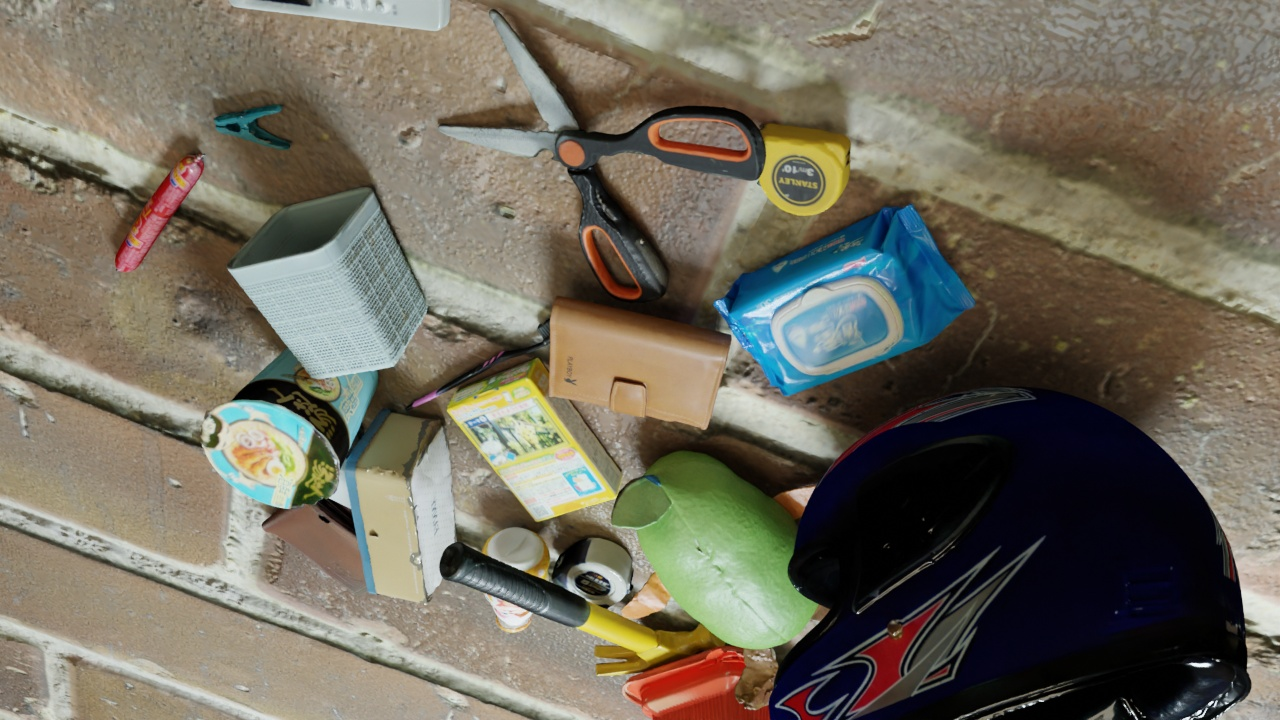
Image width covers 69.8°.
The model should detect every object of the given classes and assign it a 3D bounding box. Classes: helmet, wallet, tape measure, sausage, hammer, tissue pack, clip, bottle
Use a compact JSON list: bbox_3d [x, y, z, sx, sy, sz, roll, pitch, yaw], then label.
[{"bbox_3d":[0.219,0.154,0.628,0.316,0.240,0.247,-35,132,21],"label":"helmet"},{"bbox_3d":[-0.300,0.179,0.901,0.124,0.032,0.101,43,131,-15],"label":"wallet"},{"bbox_3d":[-0.040,0.198,0.857,0.065,0.033,0.066,37,127,-17],"label":"tape measure"},{"bbox_3d":[-0.377,-0.114,0.714,0.020,0.020,0.156,42,124,-18],"label":"sausage"},{"bbox_3d":[-0.057,0.227,0.825,0.129,0.032,0.300,-29,135,27],"label":"hammer"},{"bbox_3d":[0.137,-0.037,0.630,0.157,0.052,0.095,-24,117,27],"label":"tissue pack"},{"bbox_3d":[-0.278,-0.168,0.655,0.054,0.013,0.034,7,126,5],"label":"clip"},{"bbox_3d":[-0.004,0.004,0.692,0.132,0.031,0.108,14,142,3],"label":"wallet"},{"bbox_3d":[0.105,-0.123,0.588,0.060,0.028,0.057,14,133,24],"label":"tape measure"},{"bbox_3d":[-0.118,0.209,0.864,0.063,0.063,0.109,11,128,5],"label":"bottle"}]

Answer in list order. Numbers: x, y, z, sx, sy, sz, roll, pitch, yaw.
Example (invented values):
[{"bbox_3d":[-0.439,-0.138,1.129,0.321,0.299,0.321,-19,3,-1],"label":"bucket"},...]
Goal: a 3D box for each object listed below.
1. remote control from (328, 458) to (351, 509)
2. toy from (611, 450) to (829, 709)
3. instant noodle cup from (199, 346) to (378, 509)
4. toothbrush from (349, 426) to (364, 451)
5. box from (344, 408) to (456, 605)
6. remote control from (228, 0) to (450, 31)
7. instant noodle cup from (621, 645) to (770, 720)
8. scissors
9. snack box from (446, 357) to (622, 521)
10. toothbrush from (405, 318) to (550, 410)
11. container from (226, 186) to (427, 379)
[{"bbox_3d":[-0.304,0.094,0.839,0.136,0.020,0.056,26,136,1],"label":"remote control"},{"bbox_3d":[0.081,0.170,0.773,0.227,0.090,0.247,-36,106,11],"label":"toy"},{"bbox_3d":[-0.270,0.038,0.737,0.111,0.120,0.111,6,128,7],"label":"instant noodle cup"},{"bbox_3d":[-0.249,0.125,0.866,0.014,0.016,0.190,1,129,10],"label":"toothbrush"},{"bbox_3d":[-0.208,0.127,0.809,0.061,0.089,0.185,7,125,9],"label":"box"},{"bbox_3d":[-0.193,-0.244,0.574,0.150,0.021,0.058,8,127,6],"label":"remote control"},{"bbox_3d":[0.091,0.356,0.901,0.188,0.078,0.165,38,128,-26],"label":"instant noodle cup"},{"bbox_3d":[-0.025,-0.130,0.613,0.235,0.021,0.221,3,131,21],"label":"scissors"},{"bbox_3d":[-0.087,0.070,0.774,0.087,0.033,0.140,-21,120,26],"label":"snack box"},{"bbox_3d":[-0.128,0.004,0.747,0.190,0.014,0.018,-25,107,28],"label":"toothbrush"},{"bbox_3d":[-0.224,-0.053,0.681,0.090,0.089,0.111,-9,126,19],"label":"container"}]
